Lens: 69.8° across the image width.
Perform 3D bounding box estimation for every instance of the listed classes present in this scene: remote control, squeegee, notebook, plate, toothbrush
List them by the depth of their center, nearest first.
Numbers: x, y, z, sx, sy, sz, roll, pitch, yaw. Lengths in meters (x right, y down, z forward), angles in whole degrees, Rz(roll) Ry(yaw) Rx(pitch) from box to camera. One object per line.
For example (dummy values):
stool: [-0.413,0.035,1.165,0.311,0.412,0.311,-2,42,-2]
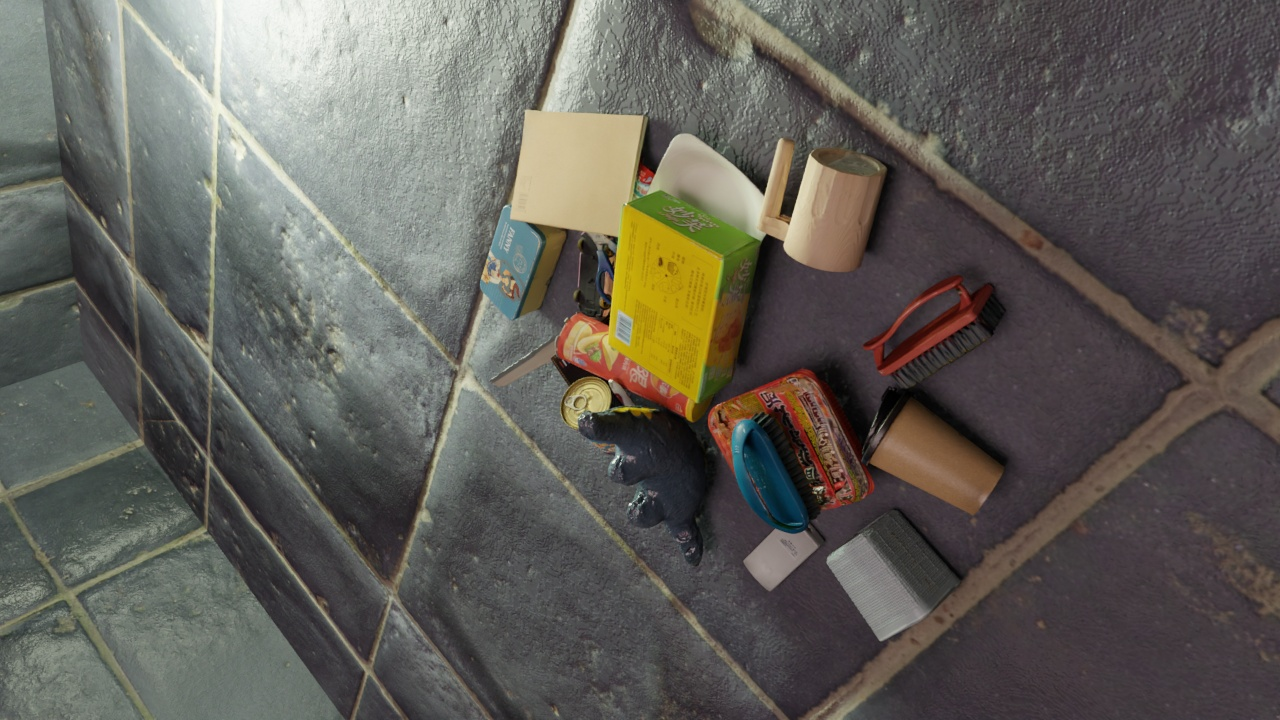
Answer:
plate: [0.080,-0.171,1.083,0.164,0.034,0.164,46,136,17]
notebook: [-0.086,-0.244,1.183,0.212,0.012,0.149,15,98,39]
remote control: [0.187,0.253,1.212,0.056,0.019,0.135,47,136,16]
toothbrush: [-0.002,0.085,1.243,0.016,0.017,0.187,19,154,40]
squeegee: [-0.064,0.069,1.350,0.247,0.039,0.246,-32,94,30]

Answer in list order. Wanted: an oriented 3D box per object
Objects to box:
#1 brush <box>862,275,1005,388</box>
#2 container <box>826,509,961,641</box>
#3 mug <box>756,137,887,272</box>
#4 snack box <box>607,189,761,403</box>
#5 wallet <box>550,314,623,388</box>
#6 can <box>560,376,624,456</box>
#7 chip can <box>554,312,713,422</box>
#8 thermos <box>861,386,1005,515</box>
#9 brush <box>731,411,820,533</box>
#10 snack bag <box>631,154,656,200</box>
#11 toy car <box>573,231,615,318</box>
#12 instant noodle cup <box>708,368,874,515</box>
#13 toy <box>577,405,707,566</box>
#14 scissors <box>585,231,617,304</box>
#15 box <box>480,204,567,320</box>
brush: [0.290,-0.028,0.932,0.069,0.063,0.146,46,139,0]
container: [0.288,0.244,1.060,0.111,0.089,0.090,54,138,15]
mug: [0.184,-0.164,0.950,0.125,0.084,0.104,30,127,29]
snack box: [0.046,-0.075,1.090,0.158,0.069,0.210,33,134,30]
wallet: [-0.056,0.004,1.289,0.123,0.020,0.096,-34,93,28]
can: [-0.050,0.078,1.251,0.075,0.075,0.111,25,169,34]
chip can: [-0.007,0.007,1.210,0.217,0.073,0.073,24,126,23]
thermos: [0.305,0.098,0.970,0.143,0.092,0.093,33,131,18]
brush: [0.145,0.133,1.033,0.055,0.073,0.144,-22,97,57]
snack bag: [0.001,-0.204,1.150,0.045,0.026,0.106,39,134,22]
toy car: [-0.058,-0.118,1.247,0.056,0.037,0.122,14,107,33]
instant noodle cup: [0.184,0.099,1.090,0.189,0.078,0.164,-27,91,47]
toy: [0.025,0.145,1.215,0.091,0.137,0.356,10,144,37]
scissors: [-0.054,-0.147,1.207,0.169,0.012,0.147,24,107,12]
box: [-0.169,-0.149,1.323,0.090,0.059,0.185,43,136,19]
